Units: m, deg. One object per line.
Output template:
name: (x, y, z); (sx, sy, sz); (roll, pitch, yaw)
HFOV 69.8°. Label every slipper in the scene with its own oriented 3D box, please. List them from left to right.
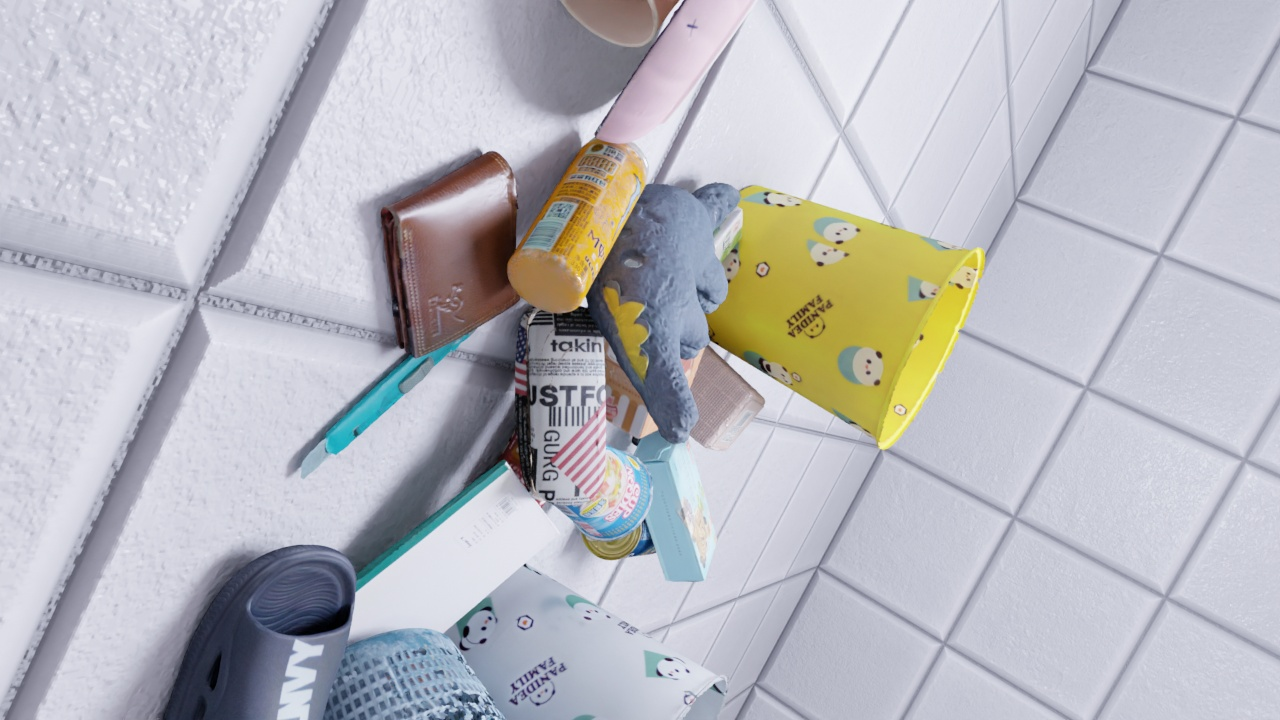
slipper: (-0.260, 0.251, 0.631); (0.110, 0.083, 0.268); (14, 107, -57)

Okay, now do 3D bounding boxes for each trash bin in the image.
trash bin: (-0.180, 0.329, 0.710); (0.226, 0.195, 0.227); (-24, 142, -20)
trash bin: (-0.080, 0.332, 0.884); (0.228, 0.252, 0.230); (-45, 152, -32)
trash bin: (0.203, -0.062, 1.002); (0.228, 0.255, 0.230); (-43, 150, -34)

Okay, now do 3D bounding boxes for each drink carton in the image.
drink carton: (0.052, -0.104, 0.918); (0.122, 0.045, 0.053); (-53, 160, -17)

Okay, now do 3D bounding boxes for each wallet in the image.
wallet: (-0.127, -0.070, 0.622); (0.101, 0.032, 0.125); (-38, 147, -37)

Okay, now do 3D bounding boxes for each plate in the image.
plate: (0.038, -0.226, 0.641); (0.193, 0.039, 0.192); (-53, -170, 13)

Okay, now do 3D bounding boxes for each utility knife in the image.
utility knife: (-0.173, 0.021, 0.648); (0.174, 0.013, 0.029); (-47, 151, -29)

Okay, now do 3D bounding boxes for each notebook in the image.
notebook: (-0.169, 0.181, 0.756); (0.209, 0.012, 0.150); (-39, 146, -11)

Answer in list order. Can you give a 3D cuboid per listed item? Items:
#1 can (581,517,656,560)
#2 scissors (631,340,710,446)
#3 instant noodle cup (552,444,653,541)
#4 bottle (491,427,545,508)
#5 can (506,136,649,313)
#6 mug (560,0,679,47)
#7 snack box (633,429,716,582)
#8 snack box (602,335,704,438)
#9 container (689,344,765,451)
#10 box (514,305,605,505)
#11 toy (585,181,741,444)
can: (-0.013, 0.195, 1.084); (0.075, 0.075, 0.111); (-63, 157, 3)
scissors: (0.039, 0.040, 1.095); (0.162, 0.014, 0.165); (-30, 141, -52)
instant noodle cup: (-0.053, 0.120, 0.912); (0.099, 0.099, 0.110); (-58, 149, -7)
bottle: (-0.098, 0.093, 0.823); (0.175, 0.057, 0.057); (-60, 156, -1)
can: (-0.043, -0.102, 0.671); (0.058, 0.058, 0.145); (89, 21, -49)
mug: (0.012, -0.268, 0.578); (0.081, 0.115, 0.105); (43, 73, -35)
snack box: (0.040, 0.164, 1.049); (0.074, 0.052, 0.175); (-60, 140, -55)
snack box: (-0.005, 0.005, 0.867); (0.076, 0.093, 0.094); (-20, 133, -57)
container: (0.066, 0.036, 0.999); (0.090, 0.111, 0.090); (-50, 160, 6)
box: (-0.075, 0.036, 0.760); (0.076, 0.086, 0.163); (-3, 93, -24)
toy: (0.019, -0.079, 0.764); (0.092, 0.138, 0.355); (-48, -166, 37)
